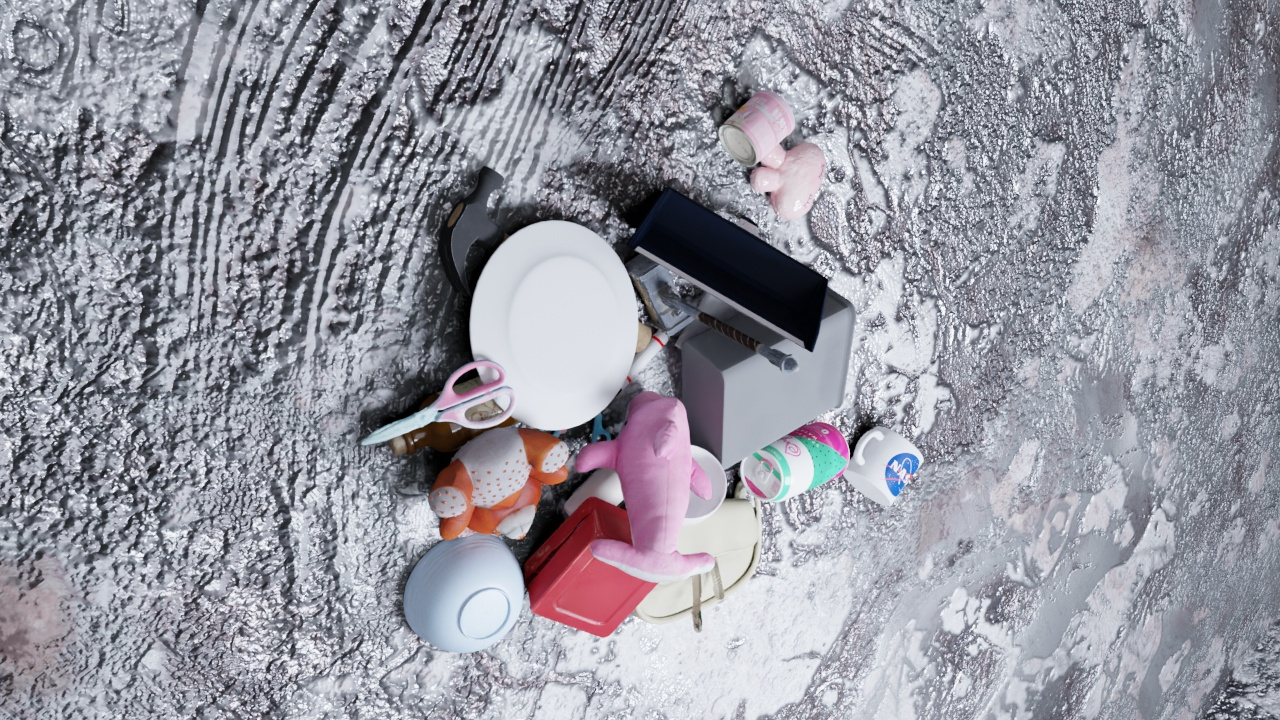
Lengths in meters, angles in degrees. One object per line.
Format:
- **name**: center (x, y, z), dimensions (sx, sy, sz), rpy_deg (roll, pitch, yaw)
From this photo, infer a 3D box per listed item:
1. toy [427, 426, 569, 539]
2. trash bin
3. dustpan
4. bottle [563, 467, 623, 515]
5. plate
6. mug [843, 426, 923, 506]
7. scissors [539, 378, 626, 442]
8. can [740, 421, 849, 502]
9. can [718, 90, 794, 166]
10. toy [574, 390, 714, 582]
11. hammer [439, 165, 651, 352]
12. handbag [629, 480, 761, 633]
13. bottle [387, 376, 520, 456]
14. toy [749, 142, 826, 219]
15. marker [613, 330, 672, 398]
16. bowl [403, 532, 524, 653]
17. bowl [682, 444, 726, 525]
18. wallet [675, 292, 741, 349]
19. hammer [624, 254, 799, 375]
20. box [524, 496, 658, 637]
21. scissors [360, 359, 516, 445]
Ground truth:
- **toy**: center (-0.161, 0.151, 1.053), dimensions (0.163, 0.093, 0.173), rpy_deg (-28, 154, -19)
- **trash bin**: center (0.169, 0.019, 1.232), dimensions (0.219, 0.097, 0.192), rpy_deg (-26, 136, -24)
- **dustpan**: center (0.117, -0.128, 1.112), dimensions (0.236, 0.272, 0.080), rpy_deg (30, 103, -2)
- **bottle**: center (-0.034, 0.156, 1.192), dimensions (0.146, 0.051, 0.051), rpy_deg (-43, 123, -16)
- **plate**: center (-0.089, -0.039, 1.059), dimensions (0.242, 0.016, 0.242), rpy_deg (-4, 96, -42)
- **mug**: center (0.374, 0.158, 1.443), dimensions (0.090, 0.091, 0.121), rpy_deg (-50, 124, -12)
- **scissors**: center (-0.061, 0.076, 1.162), dimensions (0.136, 0.015, 0.126), rpy_deg (-36, 129, 0)
- **can**: center (0.224, 0.146, 1.322), dimensions (0.165, 0.088, 0.088), rpy_deg (-12, 111, -44)
- **can**: center (0.149, -0.296, 1.168), dimensions (0.076, 0.067, 0.067), rpy_deg (-44, 123, -15)
- **toy**: center (0.021, 0.131, 1.099), dimensions (0.186, 0.265, 0.128), rpy_deg (12, 141, -17)
- **hammer**: center (-0.100, -0.088, 1.086), dimensions (0.305, 0.040, 0.132), rpy_deg (33, 81, -37)
- **handbag**: center (0.079, 0.263, 1.261), dimensions (0.228, 0.132, 0.184), rpy_deg (2, 96, -36)
- **bottle**: center (-0.209, 0.065, 1.036), dimensions (0.156, 0.068, 0.068), rpy_deg (-23, 116, -27)
- **toy**: center (0.196, -0.248, 1.229), dimensions (0.105, 0.053, 0.108), rpy_deg (18, 95, -21)
- **marker**: center (-0.007, 0.007, 1.185), dimensions (0.145, 0.019, 0.019), rpy_deg (-47, 124, -13)
- **bowl**: center (-0.201, 0.291, 1.106), dimensions (0.150, 0.075, 0.151), rpy_deg (-10, 110, -31)
- **bowl**: center (0.057, 0.167, 1.204), dimensions (0.104, 0.105, 0.054), rpy_deg (-29, 161, -24)
- **wallet**: center (0.101, -0.051, 1.232), dimensions (0.086, 0.032, 0.116), rpy_deg (36, 91, -35)
- **hammer**: center (0.083, -0.043, 1.040), dimensions (0.044, 0.322, 0.098), rpy_deg (-35, 121, -12)
- **box**: center (-0.057, 0.255, 1.150), dimensions (0.129, 0.086, 0.159), rpy_deg (29, 115, -26)
- **scissors**: center (-0.219, 0.058, 0.986), dimensions (0.174, 0.017, 0.076), rpy_deg (-24, 105, -7)
